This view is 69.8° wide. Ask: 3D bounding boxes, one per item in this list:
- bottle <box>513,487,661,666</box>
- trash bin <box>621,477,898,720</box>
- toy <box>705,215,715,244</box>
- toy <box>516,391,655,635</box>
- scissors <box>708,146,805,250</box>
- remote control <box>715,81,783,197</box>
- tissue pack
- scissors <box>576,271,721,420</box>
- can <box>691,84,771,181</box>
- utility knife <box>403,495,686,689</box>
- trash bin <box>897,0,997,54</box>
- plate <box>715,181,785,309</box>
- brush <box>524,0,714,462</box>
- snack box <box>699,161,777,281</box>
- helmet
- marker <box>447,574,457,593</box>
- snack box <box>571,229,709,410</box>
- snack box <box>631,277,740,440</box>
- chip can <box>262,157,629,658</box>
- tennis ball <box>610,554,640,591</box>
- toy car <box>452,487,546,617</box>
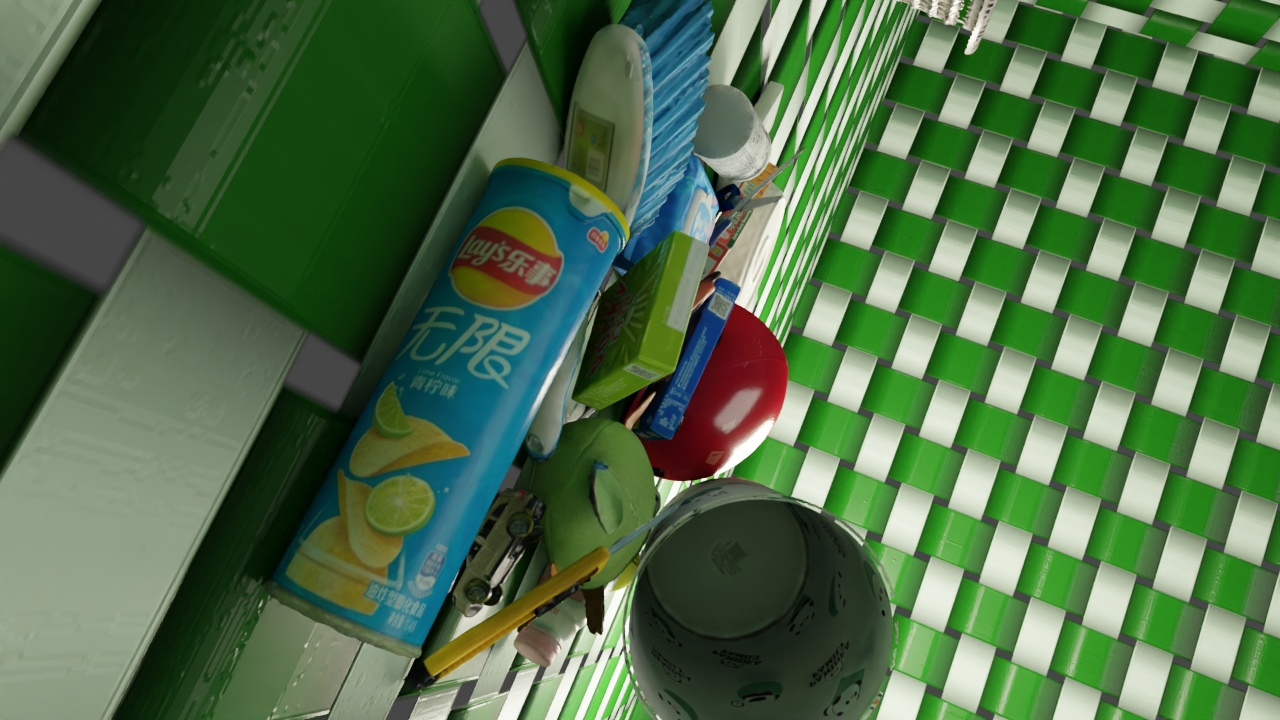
[{"bbox_3d":[-0.050,0.192,0.863,0.196,0.068,0.068,-56,163,-34],"label":"bottle"},{"bbox_3d":[0.095,0.221,0.876,0.252,0.229,0.229,-137,-112,-88],"label":"trash bin"},{"bbox_3d":[0.033,-0.090,0.797,0.108,0.039,0.083,-65,167,6],"label":"toy"},{"bbox_3d":[-0.036,0.120,0.741,0.247,0.090,0.226,83,28,-60],"label":"toy"},{"bbox_3d":[0.085,-0.138,0.850,0.162,0.012,0.175,-47,-163,7],"label":"scissors"},{"bbox_3d":[0.113,-0.232,0.955,0.058,0.021,0.149,102,14,-50],"label":"remote control"},{"bbox_3d":[0.021,-0.099,0.686,0.157,0.052,0.095,30,79,-78],"label":"tissue pack"},{"bbox_3d":[-0.002,0.002,0.792,0.225,0.015,0.189,-46,174,-25],"label":"scissors"},{"bbox_3d":[0.076,-0.188,0.773,0.146,0.058,0.058,-14,124,-75],"label":"can"},{"bbox_3d":[-0.057,0.153,0.610,0.219,0.015,0.033,-32,158,-14],"label":"utility knife"},{"bbox_3d":[0.168,-0.337,0.589,0.227,0.192,0.227,23,89,-78],"label":"trash bin"},{"bbox_3d":[0.134,-0.134,1.169,0.204,0.045,0.205,22,89,-78],"label":"plate"},{"bbox_3d":[-0.026,-0.066,0.560,0.109,0.060,0.315,-51,162,-41],"label":"brush"},{"bbox_3d":[0.093,-0.142,0.959,0.155,0.027,0.077,-58,-177,-41],"label":"snack box"},{"bbox_3d":[0.080,0.044,1.007,0.239,0.144,0.207,-53,163,-49],"label":"helmet"},{"bbox_3d":[-0.100,0.081,0.553,0.022,0.018,0.130,86,26,-81],"label":"marker"},{"bbox_3d":[-0.005,-0.021,0.606,0.157,0.026,0.085,150,-42,-68],"label":"snack box"},{"bbox_3d":[0.040,0.000,0.869,0.157,0.026,0.085,-65,-170,-10],"label":"snack box"},{"bbox_3d":[-0.079,0.016,0.402,0.071,0.071,0.210,77,36,-70],"label":"chip can"},{"bbox_3d":[-0.033,0.211,0.970,0.065,0.065,0.065,22,89,-78],"label":"tennis ball"},{"bbox_3d":[-0.096,0.128,0.613,0.090,0.035,0.042,-60,165,-13],"label":"toy car"}]
